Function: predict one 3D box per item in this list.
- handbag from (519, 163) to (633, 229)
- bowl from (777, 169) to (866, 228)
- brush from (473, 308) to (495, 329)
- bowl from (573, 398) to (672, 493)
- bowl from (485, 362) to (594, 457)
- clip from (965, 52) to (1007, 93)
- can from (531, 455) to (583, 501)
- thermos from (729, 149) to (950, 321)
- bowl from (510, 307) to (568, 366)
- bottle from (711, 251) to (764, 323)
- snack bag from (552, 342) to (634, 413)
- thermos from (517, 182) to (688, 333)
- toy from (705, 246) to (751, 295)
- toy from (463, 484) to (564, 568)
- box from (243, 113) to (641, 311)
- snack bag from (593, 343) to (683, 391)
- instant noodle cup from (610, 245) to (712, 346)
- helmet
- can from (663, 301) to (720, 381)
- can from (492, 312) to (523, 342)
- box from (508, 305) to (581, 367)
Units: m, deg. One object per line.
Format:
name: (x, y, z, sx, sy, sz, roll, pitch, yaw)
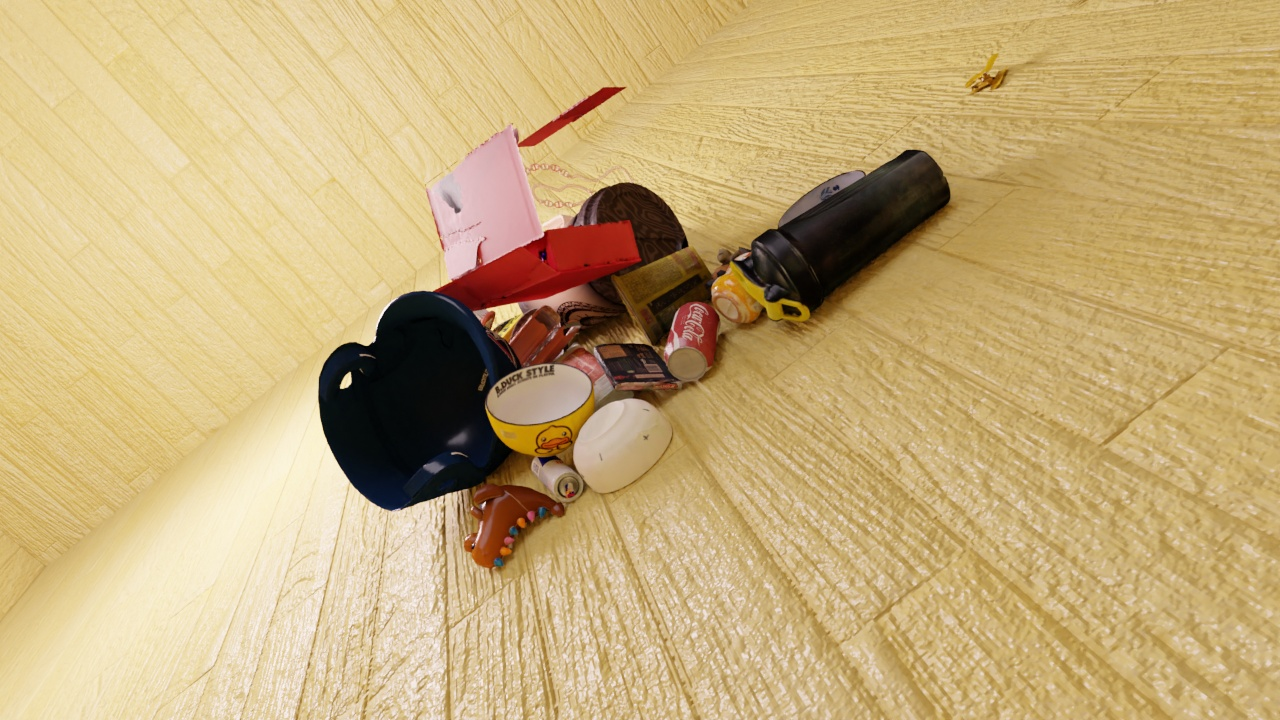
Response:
handbag: (-0.079, -0.247, 1.447, 0.117, 0.198, 0.187, 162, 111, -65)
bowl: (0.218, -0.165, 1.051, 0.114, 0.045, 0.114, -33, 20, 14)
brush: (-0.268, -0.015, 1.461, 0.040, 0.030, 0.173, -48, -15, -54)
bowl: (-0.024, 0.080, 0.935, 0.105, 0.054, 0.104, -32, 20, 13)
bowl: (-0.105, 0.062, 0.998, 0.117, 0.068, 0.117, -6, 32, 4)
clip: (0.426, -0.346, 1.126, 0.054, 0.045, 0.049, -56, -18, -37)
can: (-0.091, 0.123, 0.984, 0.032, 0.032, 0.095, -43, 20, -11)
thermos: (0.207, -0.127, 0.938, 0.220, 0.098, 0.098, -34, 20, -4)
bowl: (-0.137, -0.014, 1.301, 0.120, 0.032, 0.119, -7, 80, 43)
bottle: (0.129, -0.092, 1.024, 0.109, 0.063, 0.063, -46, 21, -21)
snack bag: (-0.074, 0.032, 1.144, 0.077, 0.041, 0.225, -40, 19, -6)
thermos: (-0.065, -0.130, 1.306, 0.227, 0.172, 0.172, -27, 23, 46)
toy: (0.106, -0.103, 1.079, 0.099, 0.062, 0.076, -33, -8, -45)
toy: (-0.131, 0.173, 0.948, 0.103, 0.071, 0.090, 1, 52, 27)
box: (-0.216, -0.139, 1.042, 0.212, 0.409, 0.107, -15, 66, 50)
snack bag: (-0.007, 0.006, 1.055, 0.074, 0.018, 0.155, -1, 15, -12)
instant noodle cup: (0.033, -0.087, 1.141, 0.108, 0.102, 0.102, -31, 20, -1)
helmet: (-0.243, 0.038, 1.133, 0.222, 0.232, 0.273, -27, -27, -45)
can: (0.057, -0.021, 1.009, 0.054, 0.054, 0.096, -28, 22, 26)
can: (-0.199, -0.009, 1.397, 0.105, 0.075, 0.134, -19, 28, 48)
box: (-0.158, -0.002, 1.244, 0.188, 0.078, 0.054, -46, 45, 29)
